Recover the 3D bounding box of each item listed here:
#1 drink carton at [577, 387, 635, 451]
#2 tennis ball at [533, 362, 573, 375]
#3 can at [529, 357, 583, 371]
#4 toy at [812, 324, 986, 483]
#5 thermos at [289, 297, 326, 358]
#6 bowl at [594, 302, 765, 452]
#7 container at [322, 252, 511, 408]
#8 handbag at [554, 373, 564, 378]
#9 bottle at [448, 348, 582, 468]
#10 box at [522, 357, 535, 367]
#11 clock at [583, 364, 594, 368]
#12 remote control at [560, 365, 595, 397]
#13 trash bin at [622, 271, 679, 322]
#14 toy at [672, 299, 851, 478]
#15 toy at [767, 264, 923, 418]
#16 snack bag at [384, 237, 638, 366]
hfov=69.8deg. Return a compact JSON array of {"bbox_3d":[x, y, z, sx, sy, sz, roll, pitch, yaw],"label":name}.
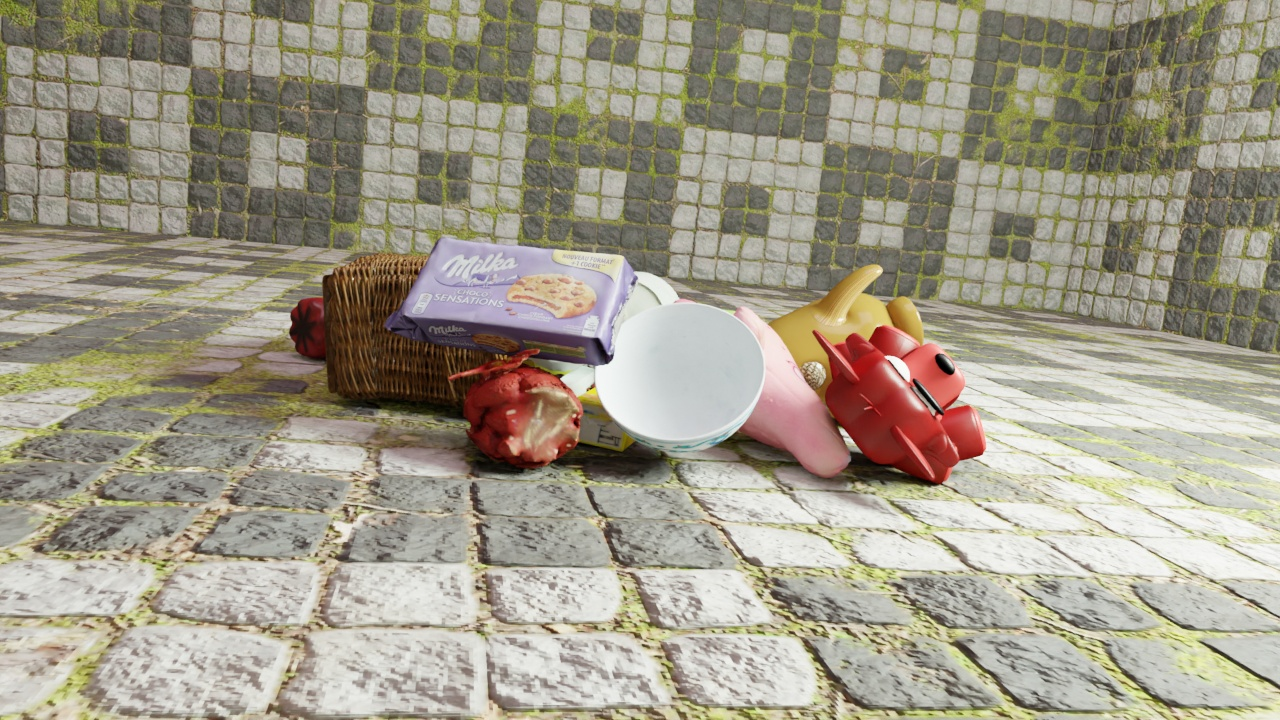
[{"bbox_3d":[-0.021,0.050,0.889,0.058,0.043,0.134,11,11,14],"label":"drink carton"},{"bbox_3d":[-0.098,-0.006,1.111,0.065,0.065,0.065,6,9,-1],"label":"tennis ball"},{"bbox_3d":[-0.081,-0.037,0.948,0.088,0.088,0.140,5,4,-4],"label":"can"},{"bbox_3d":[0.229,0.037,0.820,0.158,0.121,0.197,57,17,18],"label":"toy"},{"bbox_3d":[-0.329,-0.045,1.182,0.073,0.073,0.239,13,11,36],"label":"thermos"},{"bbox_3d":[0.036,0.028,0.799,0.144,0.074,0.143,-4,53,5],"label":"bowl"},{"bbox_3d":[-0.221,-0.040,0.977,0.183,0.162,0.250,0,10,-4],"label":"container"},{"bbox_3d":[-0.099,0.047,0.895,0.055,0.029,0.119,-23,13,8],"label":"handbag"},{"bbox_3d":[-0.101,0.037,0.755,0.099,0.099,0.111,3,10,-18],"label":"bottle"},{"bbox_3d":[-0.163,-0.001,1.161,0.209,0.033,0.064,3,9,-20],"label":"box"},{"bbox_3d":[-0.006,0.007,1.031,0.114,0.065,0.155,0,-7,-29],"label":"clock"},{"bbox_3d":[-0.064,0.040,0.899,0.024,0.049,0.143,8,9,8],"label":"remote control"},{"bbox_3d":[-0.013,-0.050,1.166,0.133,0.133,0.161,7,4,5],"label":"trash bin"},{"bbox_3d":[0.117,0.027,0.870,0.096,0.192,0.236,-38,47,-7],"label":"toy"},{"bbox_3d":[0.198,0.006,1.010,0.203,0.199,0.162,-14,29,-3],"label":"toy"},{"bbox_3d":[-0.109,-0.048,0.794,0.205,0.096,0.058,8,-34,15],"label":"snack bag"}]
